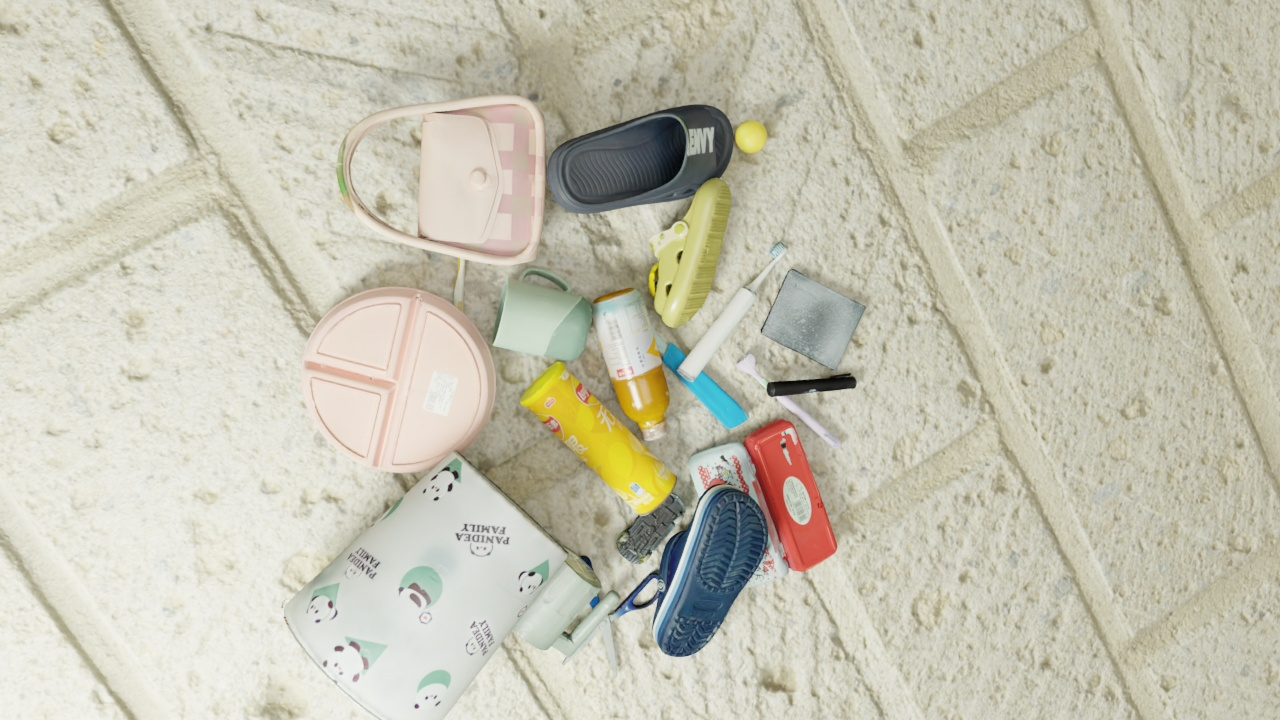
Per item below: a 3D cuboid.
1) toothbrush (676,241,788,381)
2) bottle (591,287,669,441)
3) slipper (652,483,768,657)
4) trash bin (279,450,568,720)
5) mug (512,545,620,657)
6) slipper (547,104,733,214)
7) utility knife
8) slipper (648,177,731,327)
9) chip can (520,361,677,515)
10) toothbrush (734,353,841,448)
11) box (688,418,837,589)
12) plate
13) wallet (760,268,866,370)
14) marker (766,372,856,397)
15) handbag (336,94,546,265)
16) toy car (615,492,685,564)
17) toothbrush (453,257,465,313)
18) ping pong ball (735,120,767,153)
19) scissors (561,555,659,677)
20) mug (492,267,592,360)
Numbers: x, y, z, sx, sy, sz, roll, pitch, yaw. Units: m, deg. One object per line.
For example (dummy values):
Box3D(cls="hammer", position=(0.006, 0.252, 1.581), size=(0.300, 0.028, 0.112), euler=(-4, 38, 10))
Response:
Box3D(cls="toothbrush", position=(0.122, -0.065, 1.178), size=(0.026, 0.027, 0.220), euler=(39, 80, -5))
Box3D(cls="bottle", position=(-0.007, 0.007, 1.141), size=(0.068, 0.068, 0.189), euler=(-18, 100, -10))
Box3D(cls="slipper", position=(0.080, 0.264, 1.182), size=(0.105, 0.095, 0.253), euler=(7, 112, -31))
Box3D(cls="trash bin", position=(-0.231, 0.256, 1.047), size=(0.229, 0.230, 0.251), euler=(45, 80, -13))
Box3D(cls="mug", position=(-0.097, 0.303, 1.145), size=(0.124, 0.083, 0.103), euler=(41, 92, -28))
Box3D(cls="slipper", position=(0.020, -0.238, 1.085), size=(0.267, 0.083, 0.111), euler=(-22, 105, -30))
Box3D(cls="utility knife", position=(0.065, 0.018, 1.184), size=(0.191, 0.018, 0.034), euler=(44, 79, -11))
Box3D(cls="slipper", position=(0.054, -0.138, 1.142), size=(0.082, 0.091, 0.191), euler=(22, 101, 24))
Box3D(cls="chip can", position=(-0.051, 0.099, 1.141), size=(0.072, 0.072, 0.213), euler=(-45, 104, -5))
Box3D(cls="toothbrush", position=(0.200, 0.058, 1.218), size=(0.189, 0.021, 0.029), euler=(41, 124, -15))
Box3D(cls="box", position=(0.163, 0.192, 1.209), size=(0.161, 0.060, 0.201), euler=(-22, 99, -6))
Box3D(cls="plate", position=(-0.286, 0.028, 1.079), size=(0.229, 0.028, 0.230), euler=(-1, 104, -3))
Box3D(cls="wallet", position=(0.228, -0.054, 1.213), size=(0.121, 0.019, 0.097), euler=(26, 88, -12))
Box3D(cls="marker", position=(0.226, 0.032, 1.208), size=(0.131, 0.020, 0.022), euler=(-4, 78, -23))
Box3D(cls="handbag", position=(-0.225, -0.209, 1.048), size=(0.234, 0.093, 0.193), euler=(2, 94, -18))
Box3D(cls="toy car", position=(0.013, 0.214, 1.186), size=(0.049, 0.031, 0.105), euler=(42, 88, -14))
Box3D(cls="toothbrush", position=(-0.219, -0.134, 1.107), size=(0.018, 0.016, 0.191), euler=(4, 95, -2))
Box3D(cls="ping pong ball", position=(0.139, -0.282, 1.157), size=(0.040, 0.040, 0.040), euler=(-1, 96, -12))
Box3D(cls="scissors", position=(-0.042, 0.328, 1.196), size=(0.162, 0.012, 0.176), euler=(-24, 99, -10))
Box3D(cls="mug", position=(-0.116, -0.059, 1.110), size=(0.106, 0.082, 0.111), euler=(12, 62, -13))
